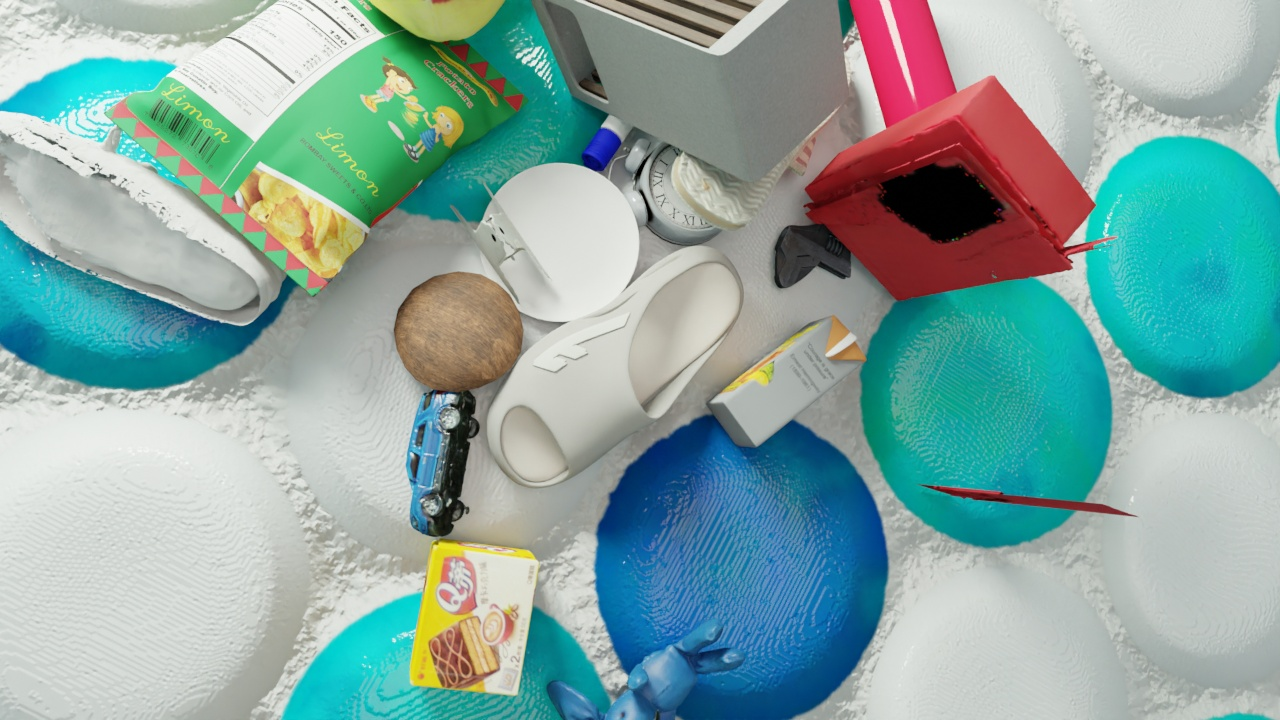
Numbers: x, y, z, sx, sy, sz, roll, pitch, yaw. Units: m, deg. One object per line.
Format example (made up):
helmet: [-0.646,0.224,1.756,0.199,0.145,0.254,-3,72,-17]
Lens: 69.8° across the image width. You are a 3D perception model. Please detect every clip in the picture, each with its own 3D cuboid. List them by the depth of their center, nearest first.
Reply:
clip: [-0.116,-0.098,0.753,0.102,0.058,0.052,55,38,-1]

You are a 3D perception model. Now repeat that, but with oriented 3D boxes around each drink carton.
drink carton: [0.125,0.018,0.791,0.124,0.076,0.048,-37,93,-10]

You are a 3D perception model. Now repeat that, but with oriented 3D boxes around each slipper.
slipper: [-0.384,-0.112,0.690,0.247,0.074,0.112,26,109,-7]
slipper: [-0.005,0.004,0.748,0.265,0.081,0.113,-38,115,-17]
slipper: [0.106,-0.204,0.801,0.115,0.052,0.262,39,57,-7]

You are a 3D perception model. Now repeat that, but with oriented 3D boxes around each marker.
marker: [-0.008,-0.226,0.812,0.023,0.027,0.133,34,75,-7]

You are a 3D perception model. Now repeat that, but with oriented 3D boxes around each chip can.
chip can: [0.245,-0.260,0.833,0.069,0.069,0.220,-9,77,-14]

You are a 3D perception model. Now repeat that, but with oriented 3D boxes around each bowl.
bowl: [-0.147,-0.031,0.733,0.102,0.026,0.114,-18,62,-11]

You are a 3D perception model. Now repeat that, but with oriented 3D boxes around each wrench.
wrench: [0.221,-0.158,0.857,0.273,0.022,0.073,-45,100,-13]

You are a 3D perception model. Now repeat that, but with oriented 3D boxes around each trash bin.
trash bin: [0.033,-0.254,0.714,0.114,0.114,0.229,-44,53,-14]

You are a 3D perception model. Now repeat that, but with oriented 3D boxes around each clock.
clock: [0.032,-0.152,0.807,0.122,0.035,0.094,5,82,-13]

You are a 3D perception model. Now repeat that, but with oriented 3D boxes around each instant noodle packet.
instant noodle packet: [-0.239,-0.199,0.719,0.195,0.090,0.252,42,64,-5]

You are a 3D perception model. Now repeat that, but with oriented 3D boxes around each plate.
plate: [-0.068,-0.100,0.782,0.134,0.011,0.134,0,89,-3]

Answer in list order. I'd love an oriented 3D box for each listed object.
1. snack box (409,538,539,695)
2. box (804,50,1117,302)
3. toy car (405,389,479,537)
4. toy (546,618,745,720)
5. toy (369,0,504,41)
snack box: [-0.130,0.198,0.717,0.083,0.061,0.105,10,81,-12]
box: [0.271,-0.149,0.753,0.165,0.214,0.153,43,75,-12]
toy car: [-0.160,0.079,0.730,0.044,0.056,0.120,4,77,10]
toy: [0.001,0.270,0.738,0.176,0.071,0.113,-42,91,-4]
toy: [-0.160,-0.327,0.731,0.134,0.092,0.207,-2,54,-3]
